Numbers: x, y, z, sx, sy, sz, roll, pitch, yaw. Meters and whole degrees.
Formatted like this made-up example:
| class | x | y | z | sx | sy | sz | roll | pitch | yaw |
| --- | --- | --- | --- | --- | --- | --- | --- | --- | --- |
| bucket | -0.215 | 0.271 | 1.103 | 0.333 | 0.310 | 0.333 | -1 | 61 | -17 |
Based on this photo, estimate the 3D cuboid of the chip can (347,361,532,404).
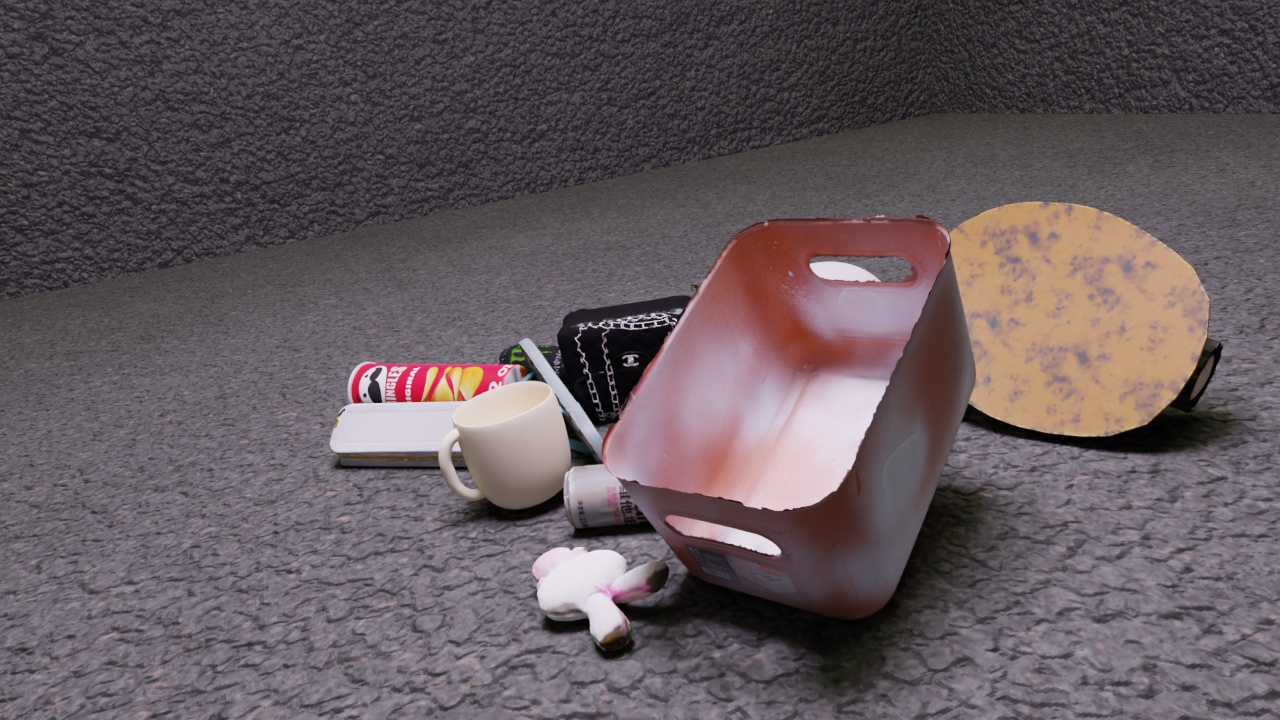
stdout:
| class | x | y | z | sx | sy | sz | roll | pitch | yaw |
| --- | --- | --- | --- | --- | --- | --- | --- | --- | --- |
| chip can | -0.238 | 0.037 | 1.089 | 0.221 | 0.069 | 0.069 | 1 | 21 | 25 |

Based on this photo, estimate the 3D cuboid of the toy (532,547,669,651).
| class | x | y | z | sx | sy | sz | roll | pitch | yaw |
| --- | --- | --- | --- | --- | --- | --- | --- | --- | --- |
| toy | -0.036 | 0.166 | 0.672 | 0.079 | 0.038 | 0.123 | -36 | 31 | -31 |

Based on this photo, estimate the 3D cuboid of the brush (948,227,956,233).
| class | x | y | z | sx | sy | sz | roll | pitch | yaw |
| --- | --- | --- | --- | --- | --- | --- | --- | --- | --- |
| brush | 0.389 | -0.091 | 1.069 | 0.045 | 0.143 | 0.008 | -24 | 22 | -18 |

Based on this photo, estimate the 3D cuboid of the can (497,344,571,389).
| class | x | y | z | sx | sy | sz | roll | pitch | yaw |
| --- | --- | --- | --- | --- | --- | --- | --- | --- | --- |
| can | -0.111 | 0.008 | 1.143 | 0.138 | 0.054 | 0.053 | 3 | 22 | 30 |

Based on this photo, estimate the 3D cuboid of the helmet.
| class | x | y | z | sx | sy | sz | roll | pitch | yaw |
| --- | --- | --- | --- | --- | --- | --- | --- | --- | --- |
| helmet | 0.402 | -0.032 | 0.872 | 0.255 | 0.205 | 0.131 | 29 | 11 | 38 |

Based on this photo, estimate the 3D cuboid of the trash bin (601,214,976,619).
| class | x | y | z | sx | sy | sz | roll | pitch | yaw |
| --- | --- | --- | --- | --- | --- | --- | --- | --- | --- |
| trash bin | 0.123 | 0.036 | 0.670 | 0.182 | 0.157 | 0.259 | 6 | 52 | 38 |

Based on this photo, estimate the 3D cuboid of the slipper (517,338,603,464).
| class | x | y | z | sx | sy | sz | roll | pitch | yaw |
| --- | --- | --- | --- | --- | --- | --- | --- | --- | --- |
| slipper | -0.087 | 0.059 | 0.954 | 0.054 | 0.098 | 0.269 | -35 | 32 | -7 |

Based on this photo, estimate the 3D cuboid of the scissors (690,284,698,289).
| class | x | y | z | sx | sy | sz | roll | pitch | yaw |
| --- | --- | --- | --- | --- | --- | --- | --- | --- | --- |
| scissors | 0.128 | -0.067 | 1.239 | 0.203 | 0.015 | 0.202 | 12 | -24 | -29 |

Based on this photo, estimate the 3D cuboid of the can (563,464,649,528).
| class | x | y | z | sx | sy | sz | roll | pitch | yaw |
| --- | --- | --- | --- | --- | --- | --- | --- | --- | --- |
| can | 0.005 | 0.112 | 0.785 | 0.136 | 0.054 | 0.054 | -6 | 19 | 7 |

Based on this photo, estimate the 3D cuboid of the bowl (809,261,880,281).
| class | x | y | z | sx | sy | sz | roll | pitch | yaw |
| --- | --- | --- | --- | --- | --- | --- | --- | --- | --- |
| bowl | 0.193 | -0.051 | 1.032 | 0.177 | 0.066 | 0.176 | -17 | 47 | 19 |

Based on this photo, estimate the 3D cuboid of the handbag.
| class | x | y | z | sx | sy | sz | roll | pitch | yaw |
| --- | --- | --- | --- | --- | --- | --- | --- | --- | --- |
| handbag | -0.006 | 0.005 | 0.990 | 0.154 | 0.125 | 0.114 | -9 | 18 | 2 |

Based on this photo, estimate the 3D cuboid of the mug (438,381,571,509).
| class | x | y | z | sx | sy | sz | roll | pitch | yaw |
| --- | --- | --- | --- | --- | --- | --- | --- | --- | --- |
| mug | -0.123 | 0.088 | 0.842 | 0.120 | 0.100 | 0.096 | -24 | 21 | -24 |

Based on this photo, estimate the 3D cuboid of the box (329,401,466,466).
| class | x | y | z | sx | sy | sz | roll | pitch | yaw |
| --- | --- | --- | --- | --- | --- | --- | --- | --- | --- |
| box | -0.234 | 0.085 | 0.988 | 0.210 | 0.070 | 0.067 | -3 | 40 | 19 |
